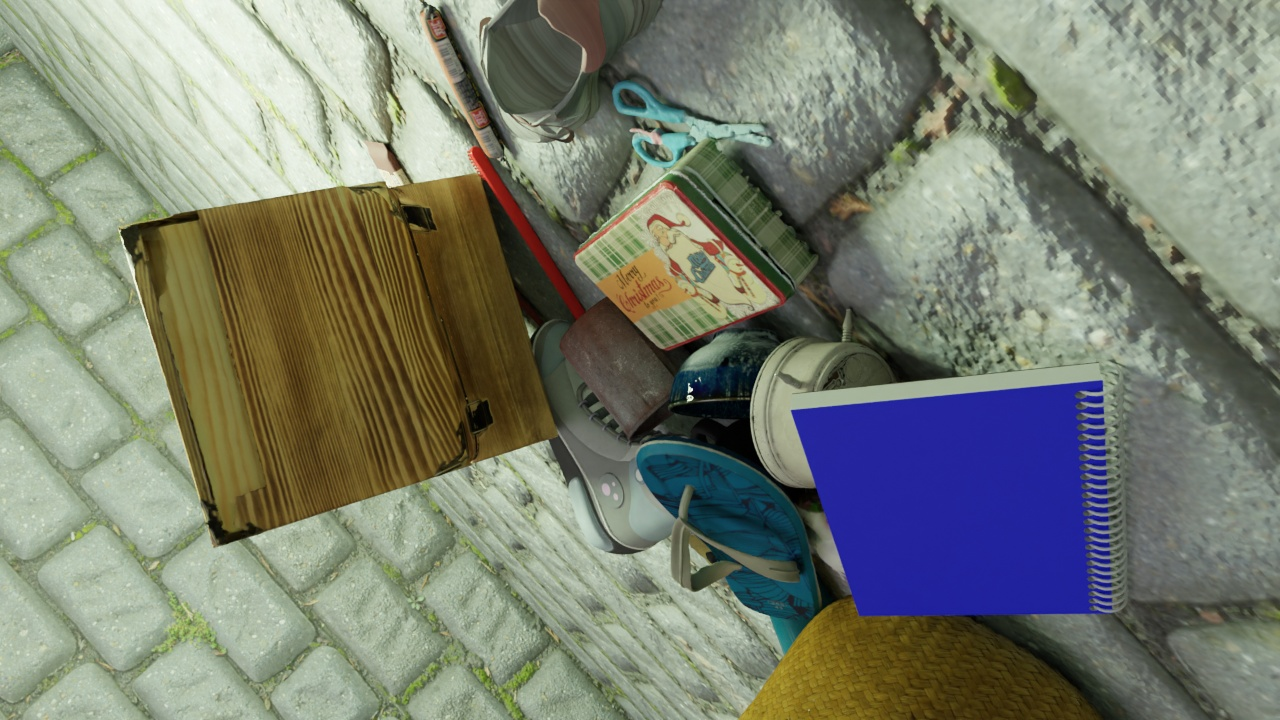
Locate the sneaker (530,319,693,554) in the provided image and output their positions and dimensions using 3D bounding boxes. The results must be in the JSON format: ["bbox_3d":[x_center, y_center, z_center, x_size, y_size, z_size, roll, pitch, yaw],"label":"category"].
[{"bbox_3d":[-0.021,0.058,0.903,0.161,0.092,0.256,-33,76,52],"label":"sneaker"}]

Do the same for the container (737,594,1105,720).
[{"bbox_3d":[0.239,0.343,0.776,0.307,0.196,0.308,33,153,19],"label":"container"}]

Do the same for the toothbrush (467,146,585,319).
[{"bbox_3d":[-0.108,-0.116,0.901,0.018,0.012,0.212,9,136,57],"label":"toothbrush"}]

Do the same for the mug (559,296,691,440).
[{"bbox_3d":[-0.005,0.005,0.814,0.110,0.096,0.123,56,176,11],"label":"mug"}]

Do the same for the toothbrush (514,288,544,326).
[{"bbox_3d":[-0.143,-0.070,1.033,0.190,0.016,0.016,49,159,-2],"label":"toothbrush"}]

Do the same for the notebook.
[{"bbox_3d":[0.200,0.090,0.560,0.172,0.022,0.209,-7,130,22],"label":"notebook"}]

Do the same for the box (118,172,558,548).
[{"bbox_3d":[-0.288,-0.003,0.890,0.287,0.335,0.279,-19,86,60],"label":"box"}]

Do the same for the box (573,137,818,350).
[{"bbox_3d":[0.031,-0.073,0.665,0.117,0.050,0.206,48,159,-10],"label":"box"}]

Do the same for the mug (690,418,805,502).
[{"bbox_3d":[0.090,0.094,0.801,0.113,0.078,0.088,34,154,28],"label":"mug"}]

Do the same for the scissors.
[{"bbox_3d":[0.030,-0.157,0.591,0.142,0.015,0.076,8,139,49],"label":"scissors"}]

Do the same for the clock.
[{"bbox_3d":[0.138,0.053,0.616,0.061,0.103,0.157,1,122,52],"label":"clock"}]

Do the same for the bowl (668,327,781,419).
[{"bbox_3d":[0.077,0.009,0.686,0.115,0.114,0.060,155,116,-67],"label":"bowl"}]

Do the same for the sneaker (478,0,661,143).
[{"bbox_3d":[-0.071,-0.193,0.607,0.099,0.089,0.237,50,158,-5],"label":"sneaker"}]

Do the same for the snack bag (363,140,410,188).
[{"bbox_3d":[-0.275,-0.188,1.083,0.057,0.013,0.158,24,148,47],"label":"snack bag"}]

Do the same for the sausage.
[{"bbox_3d":[-0.151,-0.233,0.778,0.020,0.020,0.155,24,148,45],"label":"sausage"}]

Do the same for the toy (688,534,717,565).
[{"bbox_3d":[0.093,0.163,0.908,0.112,0.096,0.176,45,147,-7],"label":"toy"}]

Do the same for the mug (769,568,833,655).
[{"bbox_3d":[0.167,0.258,0.947,0.078,0.078,0.121,12,134,55],"label":"mug"}]

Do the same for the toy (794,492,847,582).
[{"bbox_3d":[0.171,0.157,0.775,0.079,0.038,0.123,22,151,34],"label":"toy"}]

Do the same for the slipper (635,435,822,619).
[{"bbox_3d":[0.084,0.163,0.763,0.118,0.060,0.295,-4,140,25],"label":"slipper"}]
